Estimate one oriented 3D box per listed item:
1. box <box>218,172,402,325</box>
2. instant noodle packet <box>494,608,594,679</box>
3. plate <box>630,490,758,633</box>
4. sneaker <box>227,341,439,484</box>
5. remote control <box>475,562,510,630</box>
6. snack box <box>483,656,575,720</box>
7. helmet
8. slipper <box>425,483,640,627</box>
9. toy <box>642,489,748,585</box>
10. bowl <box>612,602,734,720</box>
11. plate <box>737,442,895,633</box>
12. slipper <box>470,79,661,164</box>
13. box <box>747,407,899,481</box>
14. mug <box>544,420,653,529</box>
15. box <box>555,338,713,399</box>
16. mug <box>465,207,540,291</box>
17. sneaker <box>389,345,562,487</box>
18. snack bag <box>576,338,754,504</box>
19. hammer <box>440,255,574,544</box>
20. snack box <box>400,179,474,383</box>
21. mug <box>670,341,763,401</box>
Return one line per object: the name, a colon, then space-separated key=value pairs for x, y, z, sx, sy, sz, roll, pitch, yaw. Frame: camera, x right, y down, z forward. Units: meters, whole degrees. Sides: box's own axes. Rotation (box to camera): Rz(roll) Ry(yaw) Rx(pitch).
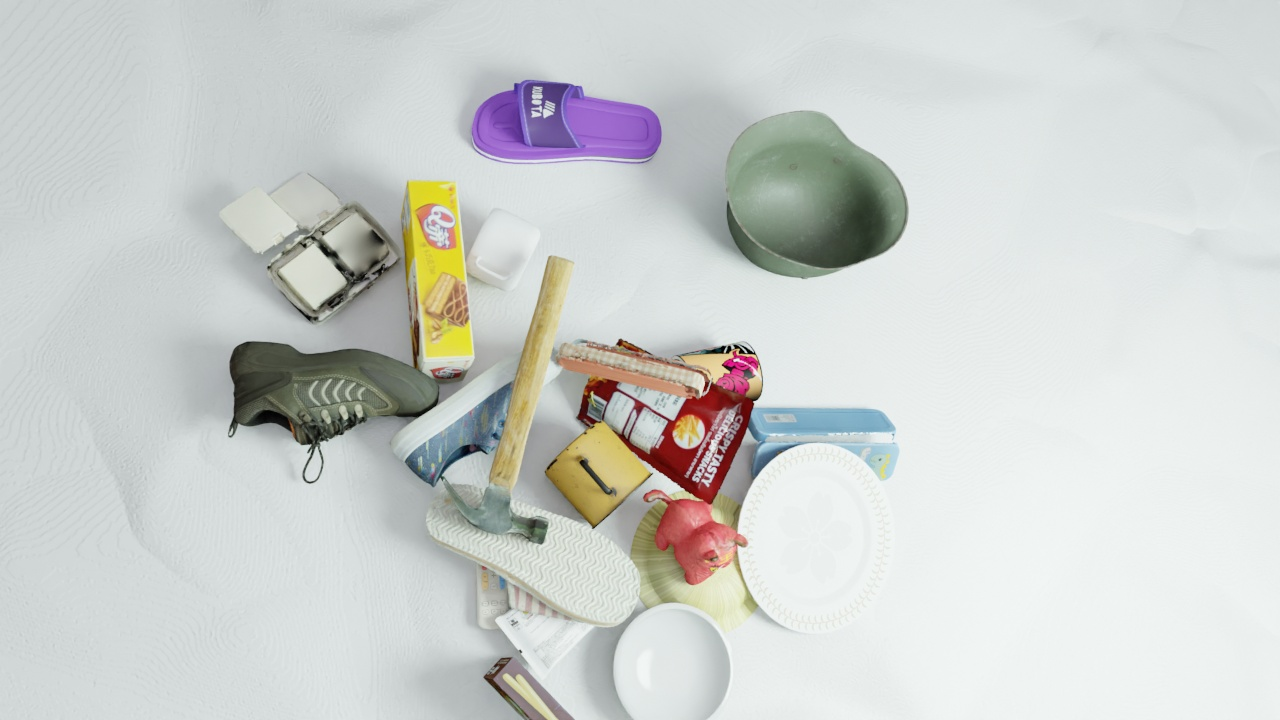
box: x=-0.405 y=-0.149 z=1.135 sx=0.187 sy=0.058 sz=0.144 roll=48 pitch=66 yaw=-1
instant noodle packet: x=-0.094 y=0.297 z=1.084 sx=0.134 sy=0.026 sz=0.087 roll=-37 pitch=86 yaw=-32
plate: x=0.082 y=0.250 z=1.149 sx=0.184 sy=0.036 sz=0.184 roll=5 pitch=72 yaw=-14
sneaker: x=-0.357 y=0.062 z=1.050 sx=0.238 sy=0.101 sz=0.142 roll=7 pitch=67 yaw=-8
remote control: x=-0.175 y=0.254 z=1.087 sx=0.038 sy=0.018 sz=0.125 roll=1 pitch=72 yaw=-16
snack box: x=-0.093 y=0.407 z=1.016 sx=0.186 sy=0.101 sz=0.031 roll=45 pitch=67 yaw=2
helmet: x=0.227 y=-0.203 z=1.267 sx=0.267 sy=0.154 sz=0.226 roll=0 pitch=74 yaw=-11
slipper: x=-0.128 y=0.231 z=1.069 sx=0.263 sy=0.052 sz=0.114 roll=26 pitch=55 yaw=1
toy: x=0.064 y=0.195 z=1.091 sx=0.088 sy=0.094 sz=0.133 roll=-40 pitch=84 yaw=-22
bowl: x=0.036 y=0.367 z=1.096 sx=0.149 sy=0.043 sz=0.149 roll=4 pitch=73 yaw=-14
plate: x=0.228 y=0.228 z=1.187 sx=0.242 sy=0.016 sz=0.242 roll=2 pitch=84 yaw=-24
slipper: x=-0.094 y=-0.333 z=1.257 sx=0.266 sy=0.084 sz=0.107 roll=1 pitch=73 yaw=-15
box: x=0.243 y=0.113 z=1.244 sx=0.209 sy=0.073 sz=0.086 roll=2 pitch=112 yaw=-14
mug: x=-0.053 y=0.135 z=1.102 sx=0.100 sy=0.124 sz=0.094 roll=-42 pitch=85 yaw=-2
box: x=-0.008 y=0.006 z=1.102 sx=0.187 sy=0.057 sz=0.070 roll=13 pitch=37 yaw=15
mug: x=-0.176 y=-0.135 z=1.160 sx=0.068 sy=0.094 sz=0.115 roll=26 pitch=31 yaw=-8
sneaker: x=-0.182 y=0.065 z=1.108 sx=0.235 sy=0.088 sz=0.079 roll=-33 pitch=80 yaw=-19
snack bag: x=0.028 y=0.068 z=1.133 sx=0.208 sy=0.066 sz=0.139 roll=28 pitch=94 yaw=24
hammer: x=-0.135 y=0.036 z=1.066 sx=0.132 sy=0.033 sz=0.330 roll=15 pitch=79 yaw=-4
snack box: x=-0.252 y=-0.094 z=1.125 sx=0.061 sy=0.110 sz=0.230 roll=-3 pitch=74 yaw=-20
mug: x=0.100 y=0.041 z=1.204 sx=0.098 sy=0.082 sz=0.118 roll=-12 pitch=104 yaw=-19
